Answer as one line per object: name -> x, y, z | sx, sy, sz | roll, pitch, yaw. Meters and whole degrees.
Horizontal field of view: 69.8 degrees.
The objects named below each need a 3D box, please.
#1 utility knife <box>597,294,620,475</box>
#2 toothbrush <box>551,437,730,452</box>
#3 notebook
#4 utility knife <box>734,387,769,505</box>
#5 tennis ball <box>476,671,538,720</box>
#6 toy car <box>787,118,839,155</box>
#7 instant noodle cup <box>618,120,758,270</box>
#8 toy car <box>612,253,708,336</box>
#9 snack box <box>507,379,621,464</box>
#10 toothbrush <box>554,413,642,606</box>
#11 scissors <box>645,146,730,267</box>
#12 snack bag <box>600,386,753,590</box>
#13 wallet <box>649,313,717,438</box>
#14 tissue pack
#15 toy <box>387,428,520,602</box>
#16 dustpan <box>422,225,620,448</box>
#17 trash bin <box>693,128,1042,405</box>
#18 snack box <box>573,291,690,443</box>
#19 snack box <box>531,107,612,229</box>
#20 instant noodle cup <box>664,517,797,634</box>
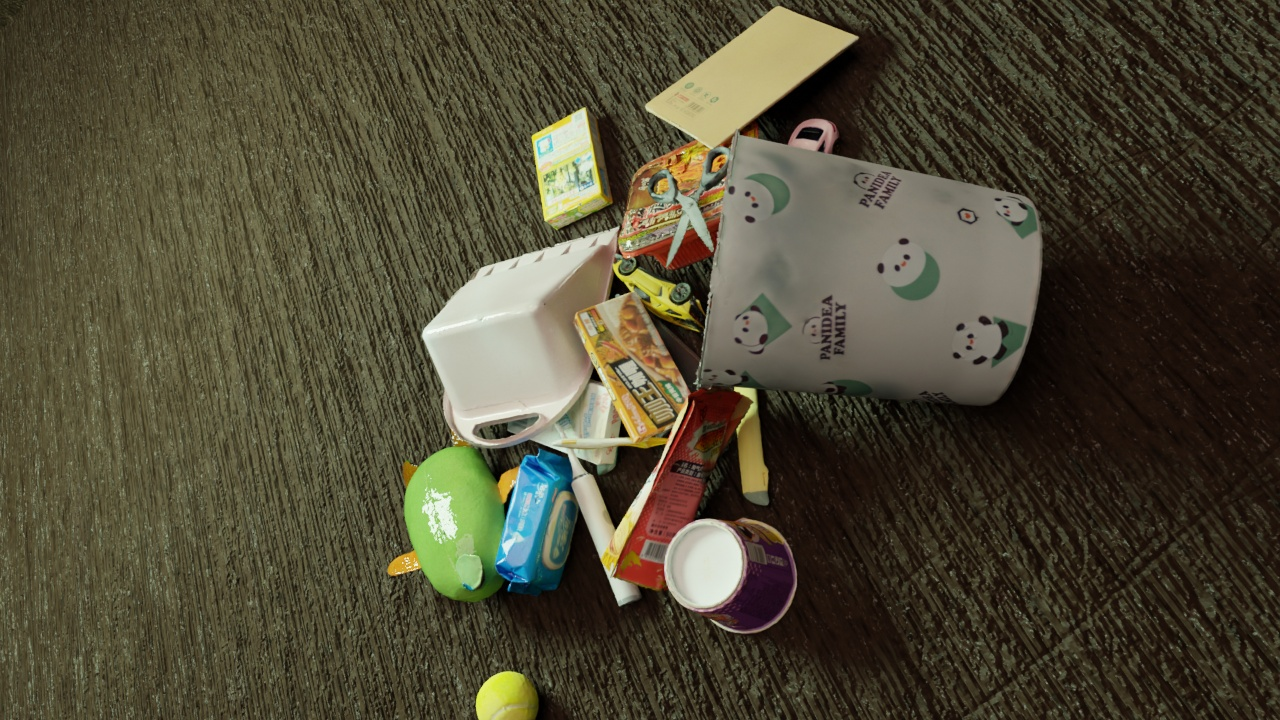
utility knife -> -0.032, 0.027, 1.029 | 0.029, 0.013, 0.205 | 2, 86, 39
toothbrush -> 0.000, 0.091, 0.972 | 0.191, 0.016, 0.018 | -1, 81, 7
notebook -> 0.122, -0.325, 1.044 | 0.207, 0.008, 0.148 | -38, 45, -7
utility knife -> 0.114, 0.071, 0.949 | 0.031, 0.018, 0.164 | -12, 68, 22
tennis ball -> -0.139, 0.361, 0.963 | 0.066, 0.065, 0.065 | -11, 67, 27
toy car -> 0.177, -0.208, 1.002 | 0.056, 0.037, 0.122 | 17, 83, 36
instant noodle cup -> 0.065, -0.175, 1.008 | 0.165, 0.079, 0.188 | -19, 38, 24
toy car -> 0.025, -0.071, 1.022 | 0.156, 0.071, 0.041 | 33, 87, 37
snack box -> -0.087, 0.058, 1.045 | 0.157, 0.026, 0.085 | 14, 97, 39
toothbrush -> -0.052, 0.154, 0.981 | 0.026, 0.027, 0.221 | -25, 74, 6
scissors -> 0.049, -0.159, 0.923 | 0.174, 0.014, 0.159 | -47, 39, -17
snack bag -> 0.038, 0.121, 0.905 | 0.073, 0.128, 0.208 | 28, 96, 28
wallet -> 0.020, 0.018, 1.024 | 0.096, 0.020, 0.122 | -49, 58, 7
tissue pack -> -0.105, 0.176, 0.995 | 0.052, 0.095, 0.157 | 8, 76, 20
toy -> -0.211, 0.174, 1.053 | 0.227, 0.090, 0.246 | -41, 46, 15
dustpan -> -0.136, -0.025, 1.091 | 0.223, 0.139, 0.272 | -11, 24, 28
trash bin -> 0.188, -0.068, 0.799 | 0.252, 0.230, 0.229 | 9, 75, 4
snack box -> -0.006, 0.006, 0.979 | 0.075, 0.026, 0.153 | -23, 75, -19
snack box -> -0.089, -0.246, 1.177 | 0.087, 0.033, 0.140 | -22, 61, 22
instant noodle cup -> 0.080, 0.200, 0.872 | 0.112, 0.099, 0.111 | -11, 67, 29
